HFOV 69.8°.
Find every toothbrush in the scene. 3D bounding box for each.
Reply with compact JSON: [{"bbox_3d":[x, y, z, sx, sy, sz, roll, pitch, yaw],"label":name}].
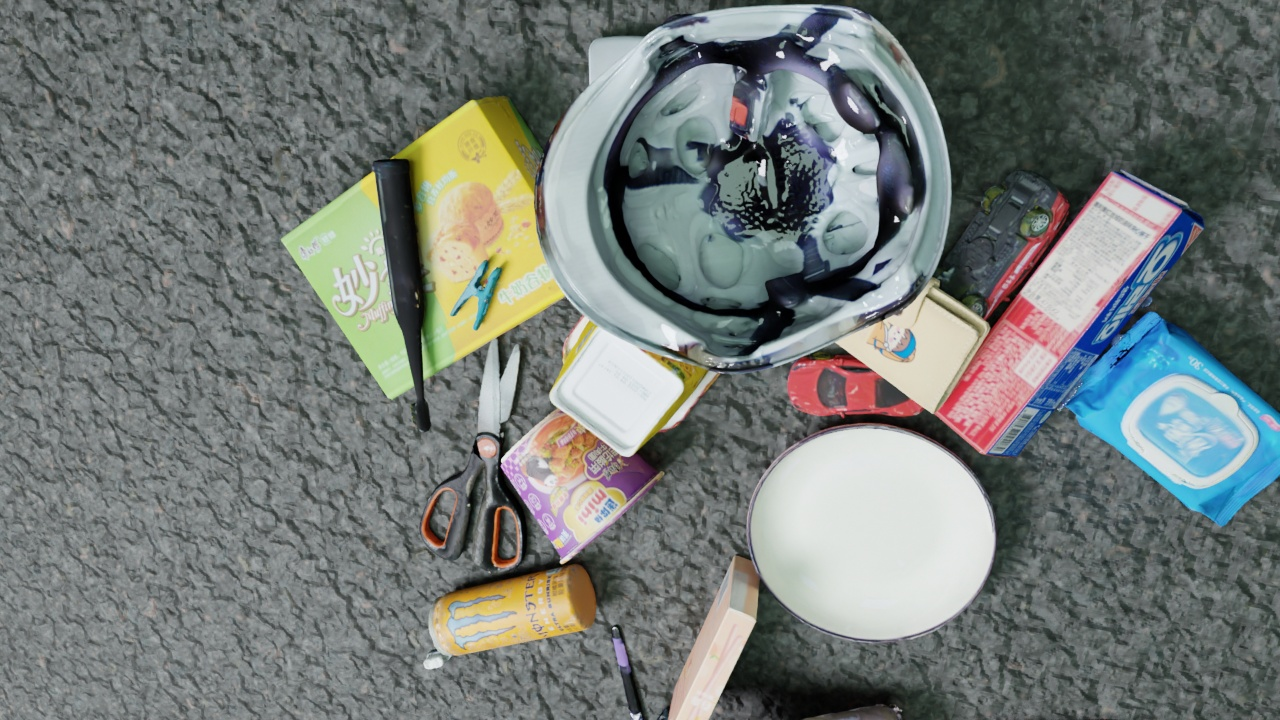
[{"bbox_3d":[-0.005,0.334,0.863,0.014,0.016,0.189,-9,104,16],"label":"toothbrush"},{"bbox_3d":[-0.178,-0.045,0.699,0.027,0.026,0.213,18,117,44],"label":"toothbrush"},{"bbox_3d":[-0.128,0.267,0.870,0.181,0.018,0.015,-19,99,17],"label":"toothbrush"}]

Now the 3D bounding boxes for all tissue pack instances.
[{"bbox_3d":[0.389,0.045,0.655,0.157,0.052,0.095,38,112,-1],"label":"tissue pack"}]

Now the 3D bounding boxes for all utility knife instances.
[{"bbox_3d":[0.070,0.415,0.870,0.033,0.015,0.207,-27,100,22],"label":"utility knife"}]

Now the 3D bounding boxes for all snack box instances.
[{"bbox_3d":[0.296,-0.027,0.641,0.058,0.057,0.208,49,119,38],"label":"snack box"},{"bbox_3d":[0.061,0.253,0.783,0.026,0.084,0.157,21,111,3],"label":"snack box"},{"bbox_3d":[-0.155,-0.087,0.731,0.210,0.069,0.157,-29,100,20],"label":"snack box"}]

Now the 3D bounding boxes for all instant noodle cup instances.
[{"bbox_3d":[-0.004,0.004,0.696,0.116,0.123,0.116,37,111,-1],"label":"instant noodle cup"},{"bbox_3d":[-0.053,0.093,0.751,0.112,0.111,0.099,-43,88,21],"label":"instant noodle cup"}]

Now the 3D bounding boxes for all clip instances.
[{"bbox_3d":[-0.122,-0.050,0.691,0.040,0.014,0.056,32,114,-1],"label":"clip"}]

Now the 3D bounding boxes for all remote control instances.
[{"bbox_3d":[-0.010,-0.174,0.695,0.056,0.020,0.136,4,109,13],"label":"remote control"}]

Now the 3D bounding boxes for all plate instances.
[{"bbox_3d":[0.184,0.135,0.740,0.192,0.039,0.192,4,109,12],"label":"plate"}]

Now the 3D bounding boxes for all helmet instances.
[{"bbox_3d":[0.071,-0.115,0.626,0.259,0.145,0.229,-15,97,16],"label":"helmet"}]

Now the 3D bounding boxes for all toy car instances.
[{"bbox_3d":[0.252,-0.074,0.648,0.045,0.053,0.121,20,114,-33],"label":"toy car"},{"bbox_3d":[0.167,0.020,0.712,0.106,0.031,0.049,1,106,15],"label":"toy car"}]

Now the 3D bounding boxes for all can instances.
[{"bbox_3d":[-0.115,0.227,0.830,0.146,0.058,0.058,-17,103,18],"label":"can"}]

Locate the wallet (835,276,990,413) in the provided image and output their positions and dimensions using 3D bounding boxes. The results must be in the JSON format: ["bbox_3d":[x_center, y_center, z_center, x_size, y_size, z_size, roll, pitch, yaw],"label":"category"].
[{"bbox_3d":[0.185,-0.027,0.663,0.115,0.024,0.087,41,129,28],"label":"wallet"}]

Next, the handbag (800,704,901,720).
[{"bbox_3d":[0.126,0.363,0.767,0.193,0.075,0.134,-5,112,-17],"label":"handbag"}]

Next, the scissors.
[{"bbox_3d":[-0.151,0.086,0.812,0.163,0.021,0.234,-8,106,16],"label":"scissors"}]
